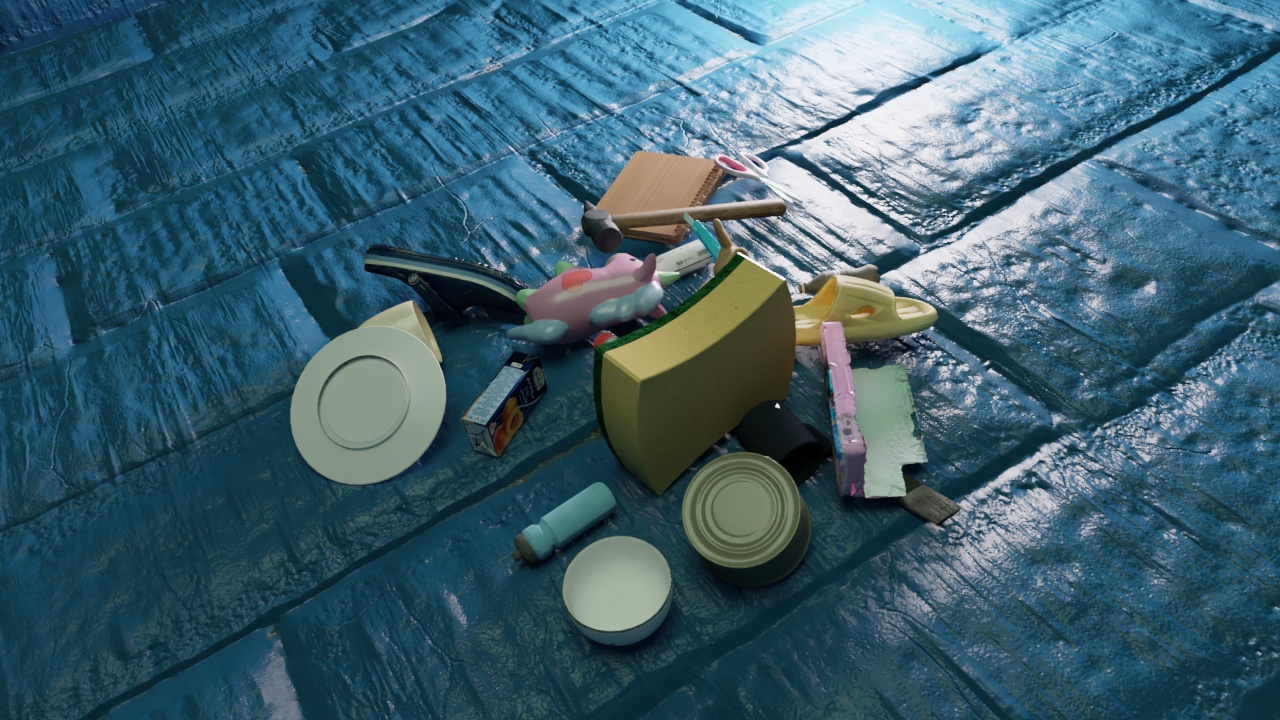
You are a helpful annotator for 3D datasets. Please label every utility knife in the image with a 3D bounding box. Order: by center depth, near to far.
[{"bbox_3d":[0.105,-0.167,1.325,0.022,0.015,0.124,-38,90,-14],"label":"utility knife"}]

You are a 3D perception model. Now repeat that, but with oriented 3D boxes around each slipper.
[{"bbox_3d":[0.248,-0.071,1.193,0.262,0.079,0.111,-6,18,8],"label":"slipper"},{"bbox_3d":[-0.281,-0.104,1.329,0.253,0.105,0.095,15,87,7],"label":"slipper"}]

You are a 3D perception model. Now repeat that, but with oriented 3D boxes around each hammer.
[{"bbox_3d":[0.069,-0.218,1.376,0.321,0.040,0.129,-8,32,-16],"label":"hammer"}]

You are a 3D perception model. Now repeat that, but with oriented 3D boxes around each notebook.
[{"bbox_3d":[0.031,-0.268,1.484,0.169,0.022,0.209,12,48,21],"label":"notebook"}]

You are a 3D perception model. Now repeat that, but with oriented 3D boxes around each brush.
[{"bbox_3d":[0.285,0.139,1.037,0.038,0.012,0.151,-38,51,-25],"label":"brush"},{"bbox_3d":[0.068,0.016,1.067,0.249,0.195,0.075,-34,50,-23],"label":"brush"}]

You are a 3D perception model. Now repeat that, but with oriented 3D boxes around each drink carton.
[{"bbox_3d":[-0.169,0.053,1.165,0.040,0.064,0.129,15,49,22],"label":"drink carton"}]

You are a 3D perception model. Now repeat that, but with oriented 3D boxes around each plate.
[{"bbox_3d":[-0.349,0.053,1.163,0.209,0.015,0.208,-3,73,9],"label":"plate"}]

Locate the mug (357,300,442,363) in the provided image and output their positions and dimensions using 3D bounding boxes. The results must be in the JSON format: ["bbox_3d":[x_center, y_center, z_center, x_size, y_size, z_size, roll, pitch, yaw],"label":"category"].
[{"bbox_3d":[-0.330,-0.008,1.242,0.099,0.096,0.120,-24,84,-4],"label":"mug"}]

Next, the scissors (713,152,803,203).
[{"bbox_3d":[0.207,-0.295,1.479,0.179,0.016,0.105,35,39,29],"label":"scissors"}]

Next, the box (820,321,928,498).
[{"bbox_3d":[0.270,0.049,1.063,0.106,0.086,0.229,-6,39,10],"label":"box"}]

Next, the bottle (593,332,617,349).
[{"bbox_3d":[-0.007,0.007,1.186,0.061,0.062,0.137,-35,49,-24],"label":"bottle"}]

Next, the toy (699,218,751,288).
[{"bbox_3d":[0.120,-0.110,1.266,0.108,0.134,0.106,-50,29,-3],"label":"toy"}]

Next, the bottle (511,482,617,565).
[{"bbox_3d":[-0.088,0.186,1.034,0.129,0.040,0.040,-31,48,-21],"label":"bottle"}]

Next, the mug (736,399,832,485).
[{"bbox_3d":[0.175,0.096,1.067,0.105,0.071,0.077,-2,37,-32],"label":"mug"}]

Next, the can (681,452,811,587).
[{"bbox_3d":[0.112,0.167,0.967,0.128,0.073,0.127,-8,62,14],"label":"can"}]

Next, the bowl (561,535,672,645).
[{"bbox_3d":[-0.021,0.245,0.947,0.113,0.063,0.113,-5,44,5],"label":"bowl"}]

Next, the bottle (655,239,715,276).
[{"bbox_3d":[0.051,-0.141,1.340,0.116,0.041,0.041,-24,46,-14],"label":"bottle"}]

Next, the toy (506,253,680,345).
[{"bbox_3d":[-0.067,-0.077,1.254,0.221,0.120,0.171,-38,41,-27],"label":"toy"}]

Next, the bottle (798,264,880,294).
[{"bbox_3d":[0.274,-0.108,1.270,0.110,0.036,0.036,-9,44,1],"label":"bottle"}]
